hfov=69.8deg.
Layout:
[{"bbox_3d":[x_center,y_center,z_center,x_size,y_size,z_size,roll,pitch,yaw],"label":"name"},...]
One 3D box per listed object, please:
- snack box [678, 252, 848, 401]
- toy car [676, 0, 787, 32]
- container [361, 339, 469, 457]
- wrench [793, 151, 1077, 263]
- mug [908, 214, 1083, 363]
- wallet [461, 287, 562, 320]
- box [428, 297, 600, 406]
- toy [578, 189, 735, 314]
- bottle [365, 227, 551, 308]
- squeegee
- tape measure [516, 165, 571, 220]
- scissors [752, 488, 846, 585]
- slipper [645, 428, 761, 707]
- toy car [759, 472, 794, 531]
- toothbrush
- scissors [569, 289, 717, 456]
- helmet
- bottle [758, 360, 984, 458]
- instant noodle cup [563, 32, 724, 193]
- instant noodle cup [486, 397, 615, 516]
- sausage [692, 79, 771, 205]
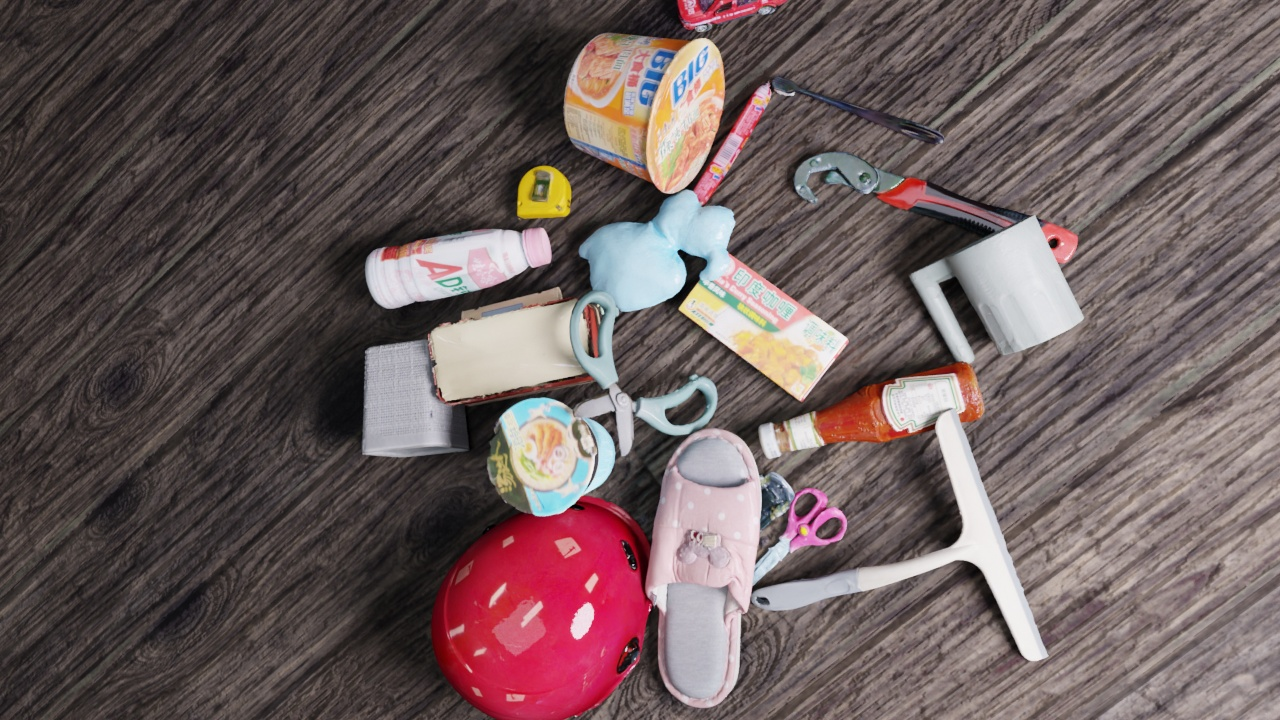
[{"bbox_3d":[0.122,-0.035,0.921,0.156,0.027,0.077,38,94,15],"label":"snack box"},{"bbox_3d":[0.095,-0.383,0.952,0.121,0.045,0.053,-13,80,16],"label":"toy car"},{"bbox_3d":[-0.241,0.042,0.982,0.090,0.090,0.114,-7,80,14],"label":"container"},{"bbox_3d":[0.283,-0.151,0.893,0.273,0.016,0.056,19,94,16],"label":"wrench"},{"bbox_3d":[0.324,-0.060,0.842,0.124,0.083,0.103,-28,89,38],"label":"mug"},{"bbox_3d":[-0.134,-0.025,0.993,0.115,0.024,0.087,-13,77,12],"label":"wallet"},{"bbox_3d":[-0.127,-0.010,0.936,0.168,0.079,0.091,-12,84,9],"label":"box"},{"bbox_3d":[0.012,-0.107,0.942,0.161,0.049,0.156,33,92,27],"label":"toy"},{"bbox_3d":[-0.196,-0.105,0.997,0.197,0.068,0.068,-10,82,10],"label":"bottle"},{"bbox_3d":[0.214,0.198,0.854,0.247,0.039,0.246,-20,94,20],"label":"squeegee"},{"bbox_3d":[-0.105,-0.182,0.995,0.060,0.029,0.057,1,84,15],"label":"tape measure"},{"bbox_3d":[0.138,0.181,0.904,0.135,0.017,0.063,-42,79,12],"label":"scissors"},{"bbox_3d":[0.057,0.202,0.885,0.114,0.054,0.274,8,94,30],"label":"slipper"},{"bbox_3d":[0.112,0.148,0.903,0.043,0.034,0.091,48,112,15],"label":"toy car"},{"bbox_3d":[0.217,-0.250,0.922,0.181,0.018,0.015,23,84,14],"label":"toothbrush"},{"bbox_3d":[-0.002,0.007,0.899,0.019,0.173,0.170,-35,67,53],"label":"scissors"},{"bbox_3d":[-0.103,0.245,0.900,0.207,0.144,0.240,37,94,17],"label":"helmet"},{"bbox_3d":[0.215,0.053,0.871,0.206,0.059,0.059,-16,81,14],"label":"bottle"},{"bbox_3d":[0.001,-0.255,0.919,0.111,0.151,0.151,23,91,24],"label":"instant noodle cup"},{"bbox_3d":[-0.078,0.095,0.915,0.111,0.120,0.111,-2,84,16],"label":"instant noodle cup"},{"bbox_3d":[0.095,-0.222,0.949,0.020,0.020,0.156,33,94,16],"label":"sausage"}]
